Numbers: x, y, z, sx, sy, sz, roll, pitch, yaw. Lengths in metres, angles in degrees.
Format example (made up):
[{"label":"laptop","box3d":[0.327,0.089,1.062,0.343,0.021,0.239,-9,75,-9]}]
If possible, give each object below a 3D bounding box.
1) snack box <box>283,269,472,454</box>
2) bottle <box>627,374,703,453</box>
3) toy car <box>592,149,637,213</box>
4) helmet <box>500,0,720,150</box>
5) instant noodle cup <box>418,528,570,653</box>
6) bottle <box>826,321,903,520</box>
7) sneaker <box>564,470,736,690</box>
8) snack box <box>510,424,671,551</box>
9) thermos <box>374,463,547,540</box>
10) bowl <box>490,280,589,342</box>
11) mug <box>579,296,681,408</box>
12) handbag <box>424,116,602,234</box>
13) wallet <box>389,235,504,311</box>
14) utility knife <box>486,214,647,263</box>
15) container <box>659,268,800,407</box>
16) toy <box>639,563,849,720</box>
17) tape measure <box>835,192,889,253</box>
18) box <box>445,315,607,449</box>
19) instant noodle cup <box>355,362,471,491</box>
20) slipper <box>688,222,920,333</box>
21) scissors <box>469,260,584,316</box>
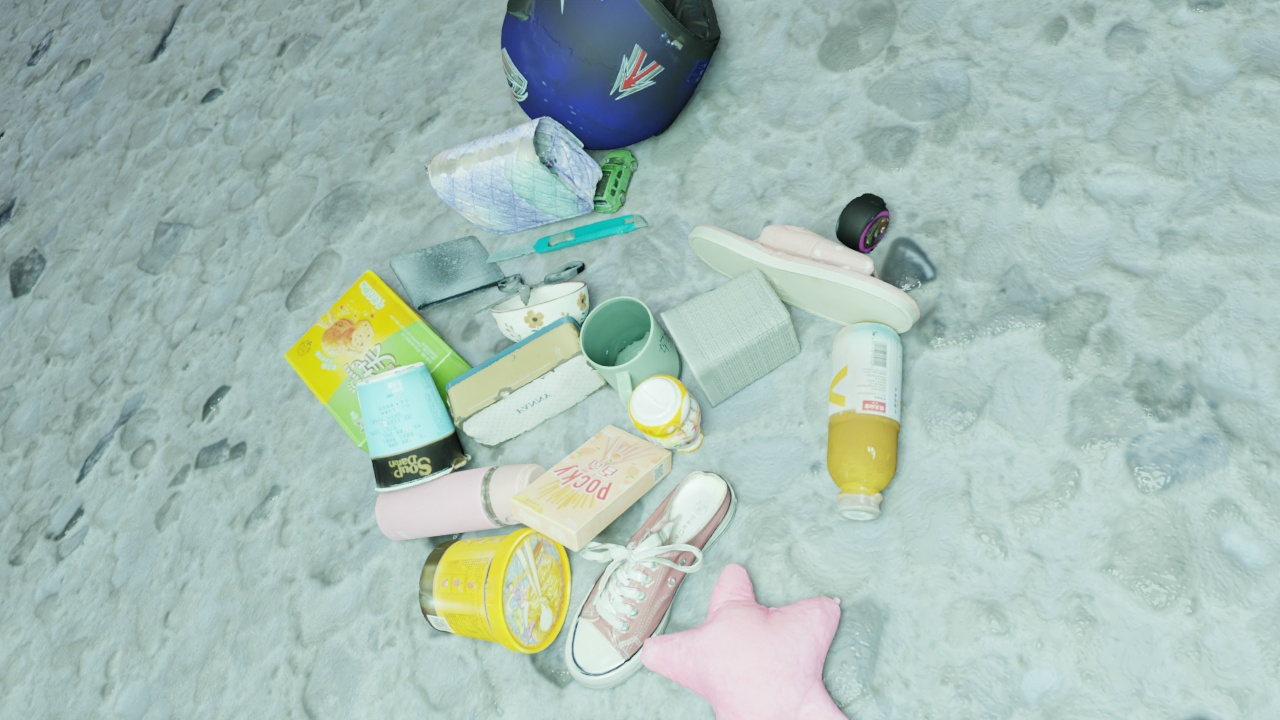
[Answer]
[{"label":"snack box","box3d":[-0.322,0.005,1.132,0.157,0.070,0.210,-47,56,-6]},{"label":"bottle","box3d":[0.031,0.059,0.925,0.063,0.108,0.063,-10,61,19]},{"label":"toy car","box3d":[-0.036,-0.227,1.153,0.043,0.036,0.091,5,62,27]},{"label":"helmet","box3d":[-0.052,-0.402,1.135,0.241,0.247,0.314,-35,40,29]},{"label":"instant noodle cup","box3d":[-0.148,0.227,0.915,0.115,0.118,0.118,-6,61,29]},{"label":"bottle","box3d":[0.212,0.057,0.872,0.068,0.068,0.189,-2,64,23]},{"label":"sneaker","box3d":[0.002,0.200,0.876,0.118,0.088,0.240,31,78,33]},{"label":"snack box","box3d":[-0.046,0.124,0.924,0.084,0.026,0.156,21,37,31]},{"label":"thermos","box3d":[-0.183,0.155,0.990,0.199,0.087,0.067,-12,59,25]},{"label":"bowl","box3d":[-0.110,-0.047,1.060,0.114,0.113,0.062,-10,104,18]},{"label":"mug","box3d":[-0.006,0.006,0.971,0.082,0.106,0.111,-13,59,16]},{"label":"handbag","box3d":[-0.152,-0.225,1.124,0.194,0.134,0.075,-6,63,37]},{"label":"wallet","box3d":[-0.245,-0.112,1.164,0.120,0.019,0.097,-22,53,-23]},{"label":"utility knife","box3d":[-0.095,-0.151,1.146,0.217,0.013,0.029,-13,53,14]},{"label":"container","box3d":[0.097,-0.026,0.957,0.114,0.090,0.090,-29,57,3]},{"label":"toy","box3d":[0.115,0.271,0.801,0.178,0.075,0.194,-37,58,-11]},{"label":"tape measure","box3d":[0.238,-0.144,0.975,0.057,0.057,0.039,-43,56,-13]},{"label":"box","box3d":[-0.120,0.024,1.024,0.184,0.090,0.060,-30,55,4]},{"label":"instant noodle cup","box3d":[-0.255,0.068,1.007,0.111,0.111,0.120,-13,97,17]},{"label":"slipper","box3d":[0.167,-0.097,0.952,0.275,0.114,0.054,24,76,37]},{"label":"scissors","box3d":[-0.138,-0.085,1.078,0.180,0.014,0.160,-27,20,-34]}]
